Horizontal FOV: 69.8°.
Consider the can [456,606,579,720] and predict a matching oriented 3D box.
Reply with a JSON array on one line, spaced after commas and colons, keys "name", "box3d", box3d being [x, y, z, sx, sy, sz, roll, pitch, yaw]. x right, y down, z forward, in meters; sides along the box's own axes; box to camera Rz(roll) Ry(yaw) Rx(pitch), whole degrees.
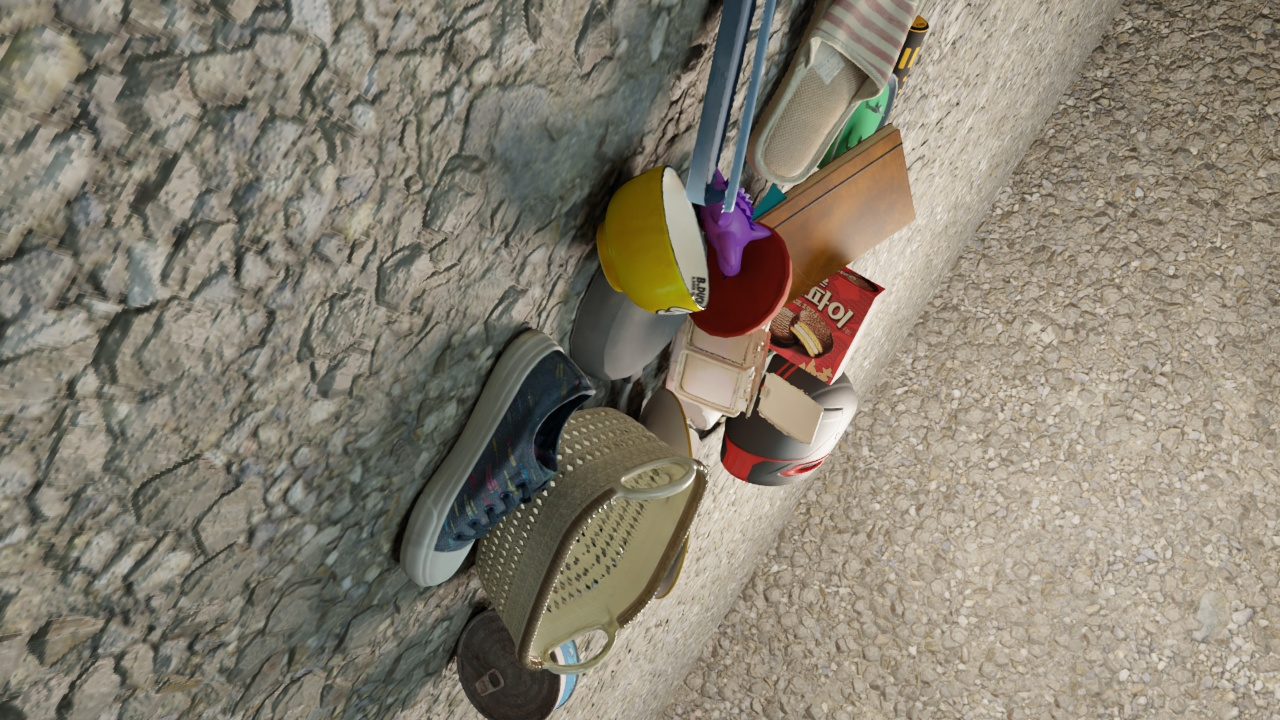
[{"name": "can", "box3d": [-0.132, 0.325, 0.987, 0.130, 0.130, 0.044, -62, 160, 16]}]

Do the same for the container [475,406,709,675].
[{"name": "container", "box3d": [-0.054, 0.165, 0.870, 0.184, 0.143, 0.247, -12, 135, -44]}]

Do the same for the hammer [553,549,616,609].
[{"name": "hammer", "box3d": [-0.119, 0.321, 1.094, 0.030, 0.119, 0.332, -78, -166, -49]}]

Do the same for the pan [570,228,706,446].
[{"name": "pan", "box3d": [-0.005, 0.005, 0.920, 0.178, 0.041, 0.358, -41, 156, -37]}]

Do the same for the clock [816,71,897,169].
[{"name": "clock", "box3d": [0.234, -0.267, 1.007, 0.161, 0.075, 0.122, -25, 144, -51]}]

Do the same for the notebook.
[{"name": "notebook", "box3d": [0.186, -0.141, 1.011, 0.249, 0.014, 0.178, -33, 144, 2]}]

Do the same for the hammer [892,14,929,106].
[{"name": "hammer", "box3d": [0.299, -0.299, 1.189, 0.123, 0.036, 0.321, -43, 159, -35]}]

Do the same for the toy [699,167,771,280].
[{"name": "toy", "box3d": [0.085, -0.135, 0.871, 0.088, 0.056, 0.105, 49, 33, -50]}]

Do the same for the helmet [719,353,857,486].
[{"name": "helmet", "box3d": [0.233, 0.070, 1.412, 0.263, 0.164, 0.170, -20, 129, -44]}]

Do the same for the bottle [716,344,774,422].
[{"name": "bottle", "box3d": [0.125, 0.029, 1.241, 0.061, 0.061, 0.131, -30, 147, -48]}]

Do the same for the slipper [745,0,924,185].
[{"name": "slipper", "box3d": [0.191, -0.283, 0.868, 0.115, 0.052, 0.263, 16, 114, -34]}]

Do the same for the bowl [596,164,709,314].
[{"name": "bowl", "box3d": [0.006, -0.090, 0.728, 0.117, 0.068, 0.117, -12, 90, -74]}]

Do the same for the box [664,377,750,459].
[{"name": "box", "box3d": [0.069, 0.055, 1.123, 0.162, 0.084, 0.112, -47, 166, -21]}]

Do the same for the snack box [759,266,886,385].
[{"name": "snack box", "box3d": [0.204, -0.067, 1.141, 0.035, 0.152, 0.133, -32, 149, -50]}]

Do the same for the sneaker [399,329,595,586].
[{"name": "sneaker", "box3d": [-0.111, 0.093, 0.747, 0.236, 0.079, 0.087, -60, 160, 10]}]

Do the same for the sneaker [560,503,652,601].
[{"name": "sneaker", "box3d": [-0.016, 0.238, 1.196, 0.269, 0.103, 0.132, 1, 114, -64]}]

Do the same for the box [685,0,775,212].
[{"name": "box", "box3d": [0.086, -0.219, 0.715, 0.066, 0.049, 0.210, -31, 137, -60]}]

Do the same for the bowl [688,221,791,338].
[{"name": "bowl", "box3d": [0.103, -0.076, 0.920, 0.035, 0.122, 0.122, 23, 100, -48]}]

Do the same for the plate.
[{"name": "plate", "box3d": [0.012, 0.145, 1.011, 0.230, 0.021, 0.230, -176, -89, -74]}]

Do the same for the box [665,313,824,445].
[{"name": "box", "box3d": [0.102, 0.015, 0.985, 0.095, 0.185, 0.146, -29, 141, -38]}]
